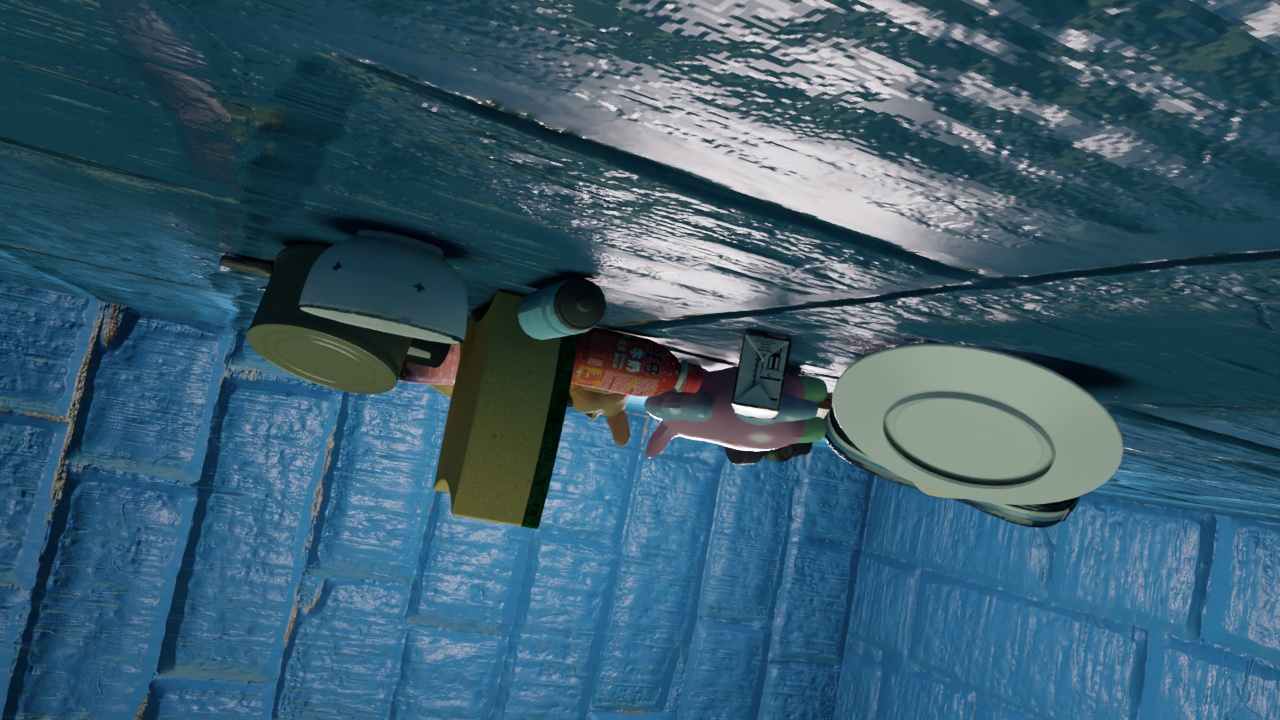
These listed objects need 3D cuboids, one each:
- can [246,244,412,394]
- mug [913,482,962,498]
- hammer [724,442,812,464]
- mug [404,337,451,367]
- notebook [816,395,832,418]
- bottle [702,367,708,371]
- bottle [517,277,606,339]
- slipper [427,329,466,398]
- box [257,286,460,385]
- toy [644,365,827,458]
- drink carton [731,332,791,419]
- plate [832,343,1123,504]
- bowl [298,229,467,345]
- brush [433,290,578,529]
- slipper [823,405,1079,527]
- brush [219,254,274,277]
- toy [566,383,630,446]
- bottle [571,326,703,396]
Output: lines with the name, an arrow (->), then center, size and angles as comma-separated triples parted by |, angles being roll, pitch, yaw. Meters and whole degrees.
can -> -0.253, -0.031, 0.768 | 0.128, 0.073, 0.128 | 10, 155, 5
mug -> 0.287, 0.060, 0.785 | 0.100, 0.096, 0.120 | -8, 124, 51
hammer -> 0.081, 0.066, 1.211 | 0.129, 0.040, 0.322 | 2, -166, -37
mug -> -0.234, -0.043, 0.904 | 0.077, 0.071, 0.105 | 14, -159, -29
notebook -> 0.182, 0.056, 1.283 | 0.169, 0.022, 0.210 | 9, 175, 11
bottle -> 0.062, 0.028, 1.135 | 0.041, 0.041, 0.116 | 14, 174, -30
bottle -> -0.059, -0.038, 0.684 | 0.040, 0.040, 0.130 | 13, 174, -20
slipper -> -0.191, 0.007, 1.117 | 0.262, 0.079, 0.111 | 4, -162, 32
box -> -0.304, -0.024, 0.982 | 0.106, 0.086, 0.230 | 3, 177, 30
toy -> 0.096, 0.050, 0.980 | 0.171, 0.120, 0.222 | 2, 178, -11
drink carton -> 0.104, 0.017, 0.794 | 0.040, 0.064, 0.130 | 11, 175, 8
plate -> 0.246, 0.058, 0.692 | 0.209, 0.015, 0.209 | 19, 150, 11
bowl -> -0.172, -0.052, 0.636 | 0.113, 0.063, 0.113 | 11, 175, 1
brush -> -0.136, 0.046, 0.890 | 0.075, 0.195, 0.250 | 12, 175, -16
slipper -> 0.314, 0.079, 0.920 | 0.253, 0.104, 0.095 | 22, 140, 19
brush -> -0.347, -0.085, 0.924 | 0.151, 0.012, 0.039 | 12, 174, -12
toy -> -0.041, 0.028, 1.112 | 0.105, 0.134, 0.108 | -11, 158, -27
bottle -> -0.005, 0.005, 0.925 | 0.137, 0.062, 0.062 | 12, 175, -15
